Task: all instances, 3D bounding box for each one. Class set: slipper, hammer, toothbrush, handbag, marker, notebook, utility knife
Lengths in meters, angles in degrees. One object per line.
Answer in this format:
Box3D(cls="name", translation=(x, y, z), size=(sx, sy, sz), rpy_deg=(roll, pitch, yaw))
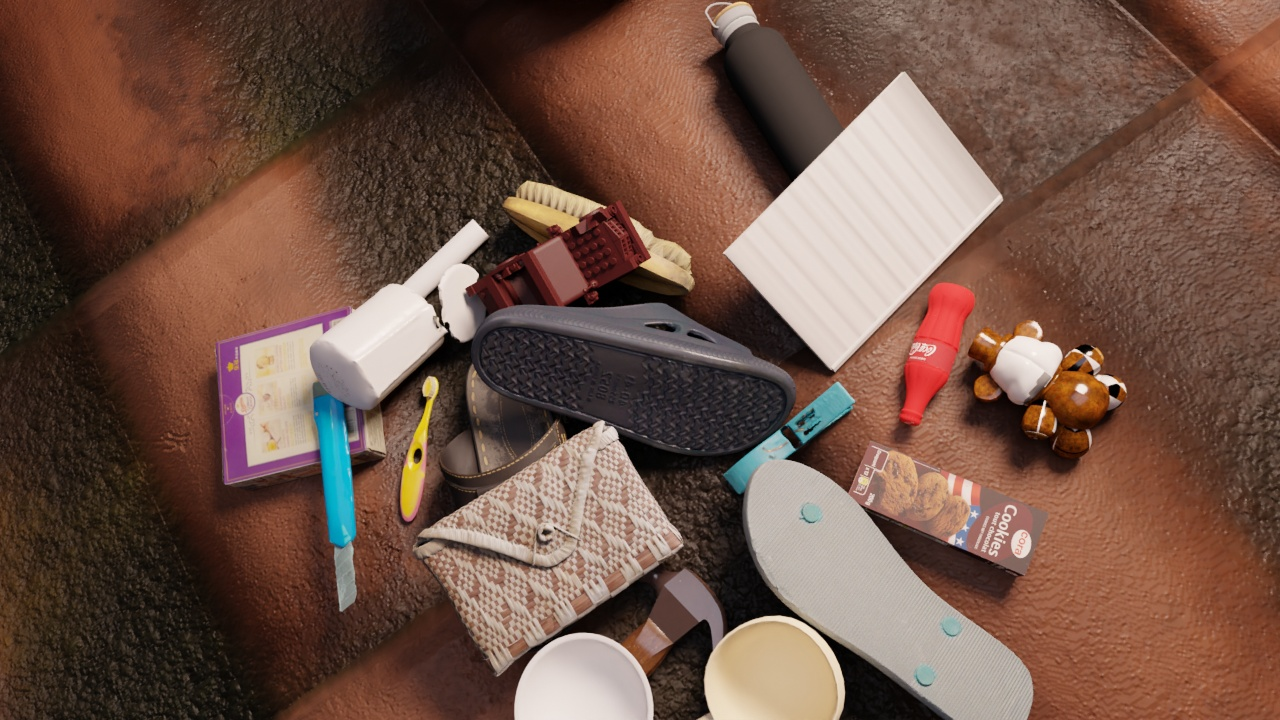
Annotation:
Box3D(cls="slipper", translation=(-0.005, 0.005, 0.775), size=(0.268, 0.111, 0.083), rpy_deg=(13, 36, -1))
Box3D(cls="hammer", translation=(-0.056, 0.301, 0.746), size=(0.323, 0.033, 0.115), rpy_deg=(-46, 69, -1))
Box3D(cls="toothbrush", translation=(-0.203, 0.080, 0.842), size=(0.021, 0.016, 0.135), rpy_deg=(5, 77, 9))
Box3D(cls="handbag", translation=(-0.071, 0.144, 0.723), size=(0.185, 0.047, 0.124), rpy_deg=(-32, 90, -11))
Box3D(cls="slipper", translation=(-0.107, 0.109, 0.782), size=(0.113, 0.076, 0.267), rpy_deg=(-14, 73, 9))
Box3D(cls="marker", translation=(-0.202, -0.083, 0.881), size=(0.133, 0.023, 0.027), rpy_deg=(-43, 50, -1))
Box3D(cls="slipper", translation=(0.175, 0.189, 0.702), size=(0.269, 0.055, 0.098), rpy_deg=(43, 64, 7))
Box3D(cls="notebook", translation=(0.190, -0.113, 0.767), size=(0.209, 0.009, 0.142), rpy_deg=(-45, 106, -1))
Box3D(cls="utility knife", translation=(-0.267, 0.115, 0.807), size=(0.031, 0.015, 0.205), rpy_deg=(-12, 73, 9))

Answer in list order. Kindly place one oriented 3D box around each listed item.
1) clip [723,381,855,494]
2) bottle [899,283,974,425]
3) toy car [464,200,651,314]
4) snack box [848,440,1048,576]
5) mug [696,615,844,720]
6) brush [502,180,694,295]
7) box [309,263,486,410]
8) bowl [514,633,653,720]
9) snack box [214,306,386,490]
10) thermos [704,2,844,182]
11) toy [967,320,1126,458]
Box3D(cls="clip", translation=(0.119, 0.063, 0.736), size=(0.127, 0.113, 0.028), rpy_deg=(-41, 75, 14))
Box3D(cls="bottle", translation=(0.240, -0.004, 0.754), size=(0.036, 0.036, 0.119), rpy_deg=(19, 81, 16))
Box3D(cls="toy car", translation=(-0.080, -0.072, 0.792), size=(0.170, 0.061, 0.070), rpy_deg=(-24, 101, 32))
Box3D(cls="snack box", translation=(0.239, 0.116, 0.725), size=(0.141, 0.032, 0.051), rpy_deg=(23, 82, 17))
Box3D(cls="mug", translation=(0.093, 0.248, 0.688), size=(0.120, 0.100, 0.096), rpy_deg=(-31, 70, 5))
Box3D(cls="brush", translation=(-0.037, -0.111, 0.833), size=(0.195, 0.059, 0.043), rpy_deg=(25, 73, 16))
Box3D(cls="box", translation=(-0.211, -0.028, 0.830), size=(0.093, 0.083, 0.165), rpy_deg=(2, 40, 41))
Box3D(cls="bowl", translation=(-0.039, 0.268, 0.711), size=(0.110, 0.040, 0.109), rpy_deg=(-4, 73, 15))
Box3D(cls="snack box", translation=(-0.323, 0.036, 0.868), size=(0.148, 0.040, 0.143), rpy_deg=(-14, 73, 9))
Box3D(cls="thermos", translation=(0.125, -0.239, 0.827), size=(0.061, 0.061, 0.231), rpy_deg=(-28, 72, 4))
Box3D(cls="toy", translation=(0.315, 0.016, 0.722), size=(0.112, 0.067, 0.087), rpy_deg=(36, 85, 28))
